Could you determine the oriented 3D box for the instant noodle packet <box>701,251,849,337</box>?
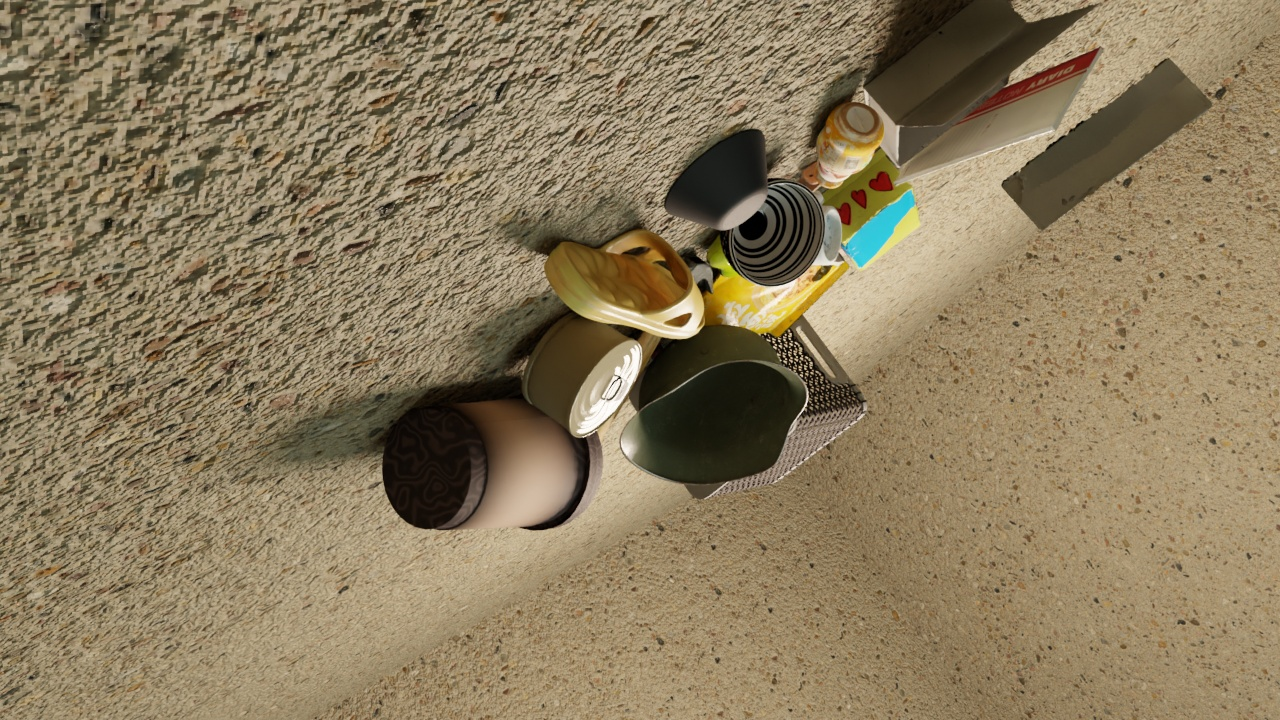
[{"bbox_3d":[0.167,-0.108,1.281,0.221,0.084,0.163,-4,146,-50],"label":"instant noodle packet"}]

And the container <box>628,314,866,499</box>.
[{"bbox_3d":[0.166,0.062,1.478,0.246,0.247,0.243,-43,160,28],"label":"container"}]

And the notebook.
[{"bbox_3d":[0.403,-0.275,1.048,0.152,0.012,0.209,-51,-159,-27],"label":"notebook"}]

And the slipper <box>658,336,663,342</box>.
[{"bbox_3d":[-0.046,0.011,1.236,0.268,0.055,0.098,-43,170,-13],"label":"slipper"}]

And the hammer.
[{"bbox_3d":[-0.007,0.007,1.171,0.132,0.033,0.331,-17,142,-57],"label":"hammer"}]

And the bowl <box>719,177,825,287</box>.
[{"bbox_3d":[0.140,-0.149,1.037,0.120,0.120,0.066,-33,-152,-8],"label":"bowl"}]

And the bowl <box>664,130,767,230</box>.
[{"bbox_3d":[0.090,-0.169,0.929,0.124,0.052,0.124,-33,166,-10],"label":"bowl"}]

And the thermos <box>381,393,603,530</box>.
[{"bbox_3d":[-0.171,0.120,1.066,0.173,0.172,0.225,-41,158,22],"label":"thermos"}]

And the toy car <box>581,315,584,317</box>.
[{"bbox_3d":[-0.026,-0.070,1.031,0.105,0.033,0.048,-18,160,-47],"label":"toy car"}]

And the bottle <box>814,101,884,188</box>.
[{"bbox_3d":[0.223,-0.232,1.007,0.063,0.063,0.109,-30,166,-18],"label":"bottle"}]

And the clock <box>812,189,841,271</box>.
[{"bbox_3d":[0.212,-0.166,1.161,0.117,0.057,0.083,44,59,-51],"label":"clock"}]

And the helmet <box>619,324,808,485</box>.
[{"bbox_3d":[0.102,0.040,1.263,0.227,0.153,0.269,32,133,-33],"label":"helmet"}]

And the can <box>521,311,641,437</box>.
[{"bbox_3d":[-0.066,0.015,1.043,0.127,0.073,0.128,-45,155,-28],"label":"can"}]

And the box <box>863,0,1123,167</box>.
[{"bbox_3d":[0.324,-0.295,0.909,0.166,0.108,0.418,-38,178,10],"label":"box"}]

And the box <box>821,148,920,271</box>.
[{"bbox_3d":[0.322,-0.208,1.296,0.124,0.079,0.220,-40,162,14],"label":"box"}]

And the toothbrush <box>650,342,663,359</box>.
[{"bbox_3d":[-0.045,0.028,1.333,0.189,0.016,0.016,-32,166,-13],"label":"toothbrush"}]

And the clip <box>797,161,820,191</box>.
[{"bbox_3d":[0.213,-0.221,1.102,0.061,0.025,0.045,-33,166,-24],"label":"clip"}]

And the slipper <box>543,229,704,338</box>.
[{"bbox_3d":[0.004,-0.085,0.925,0.079,0.099,0.262,-43,160,22],"label":"slipper"}]

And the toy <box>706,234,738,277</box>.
[{"bbox_3d":[0.133,-0.151,1.110,0.118,0.043,0.092,-45,155,10],"label":"toy"}]

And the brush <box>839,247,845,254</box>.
[{"bbox_3d":[0.321,-0.179,1.501,0.050,0.015,0.135,-41,165,27],"label":"brush"}]
